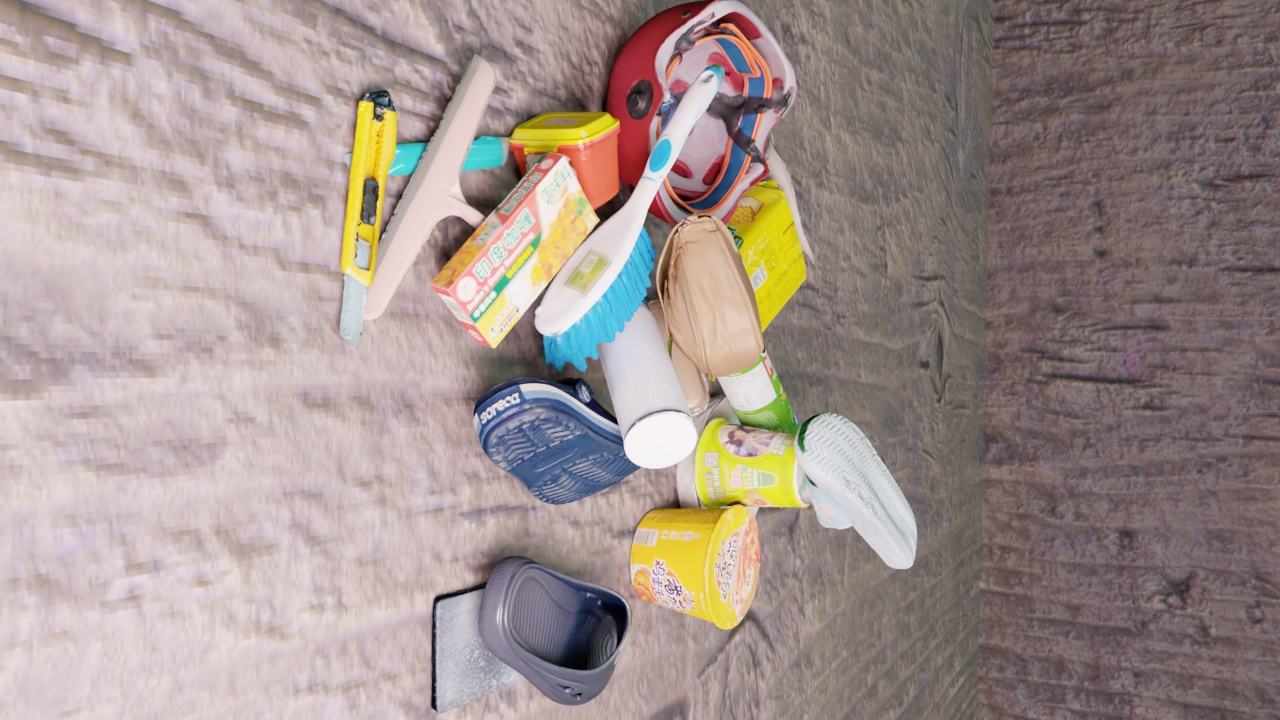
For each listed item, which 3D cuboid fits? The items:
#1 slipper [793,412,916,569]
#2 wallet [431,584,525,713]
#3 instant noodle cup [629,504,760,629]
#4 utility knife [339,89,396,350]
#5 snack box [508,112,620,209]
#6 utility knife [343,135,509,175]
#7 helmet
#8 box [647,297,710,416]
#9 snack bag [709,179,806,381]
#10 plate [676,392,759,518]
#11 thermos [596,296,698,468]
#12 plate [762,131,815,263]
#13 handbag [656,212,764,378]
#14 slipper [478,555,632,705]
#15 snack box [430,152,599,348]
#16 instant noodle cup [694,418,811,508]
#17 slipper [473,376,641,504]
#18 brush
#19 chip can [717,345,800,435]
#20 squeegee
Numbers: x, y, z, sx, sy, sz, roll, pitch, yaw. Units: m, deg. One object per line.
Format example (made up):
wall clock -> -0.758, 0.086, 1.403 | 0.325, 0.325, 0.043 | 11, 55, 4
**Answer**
slipper -> 0.242, 0.154, 1.055 | 0.245, 0.074, 0.103 | 48, 41, -28
wallet -> -0.141, 0.249, 0.820 | 0.120, 0.019, 0.097 | 1, 88, -57
instant noodle cup -> 0.060, 0.231, 1.055 | 0.137, 0.110, 0.138 | -2, 92, -58
utility knife -> -0.205, -0.108, 0.690 | 0.033, 0.015, 0.202 | 9, 84, -44
snack box -> -0.068, -0.184, 0.854 | 0.081, 0.091, 0.080 | -44, 134, -48
utility knife -> -0.170, -0.169, 0.758 | 0.182, 0.013, 0.029 | -22, 107, -52
helmet -> 0.042, -0.259, 0.980 | 0.206, 0.144, 0.240 | 17, 96, -49
box -> 0.032, 0.015, 1.031 | 0.086, 0.075, 0.162 | -96, 169, -57
snack bag -> 0.131, -0.108, 1.170 | 0.245, 0.068, 0.158 | -49, 131, -34
plate -> 0.107, 0.139, 1.187 | 0.204, 0.046, 0.205 | -5, 96, -59
thermos -> -0.005, 0.005, 0.885 | 0.224, 0.073, 0.073 | -109, 172, -51
plate -> 0.199, -0.224, 1.286 | 0.164, 0.034, 0.164 | -96, 164, -54
handbag -> 0.066, -0.056, 0.919 | 0.204, 0.100, 0.147 | 53, 20, -82
slipper -> -0.059, 0.262, 0.866 | 0.268, 0.083, 0.110 | 55, 42, -54
snack box -> -0.102, -0.093, 0.771 | 0.155, 0.027, 0.077 | -53, 140, -20
instant noodle cup -> 0.143, 0.128, 1.084 | 0.111, 0.124, 0.111 | -5, 96, -57
slipper -> -0.080, 0.064, 0.845 | 0.252, 0.105, 0.095 | 38, 26, -63
brush -> -0.001, -0.135, 0.865 | 0.313, 0.060, 0.109 | -54, 152, -17
chip can -> 0.133, 0.027, 1.116 | 0.236, 0.072, 0.072 | 60, 43, -38
squeegee -> -0.114, -0.091, 0.816 | 0.249, 0.040, 0.247 | 46, 60, -54
